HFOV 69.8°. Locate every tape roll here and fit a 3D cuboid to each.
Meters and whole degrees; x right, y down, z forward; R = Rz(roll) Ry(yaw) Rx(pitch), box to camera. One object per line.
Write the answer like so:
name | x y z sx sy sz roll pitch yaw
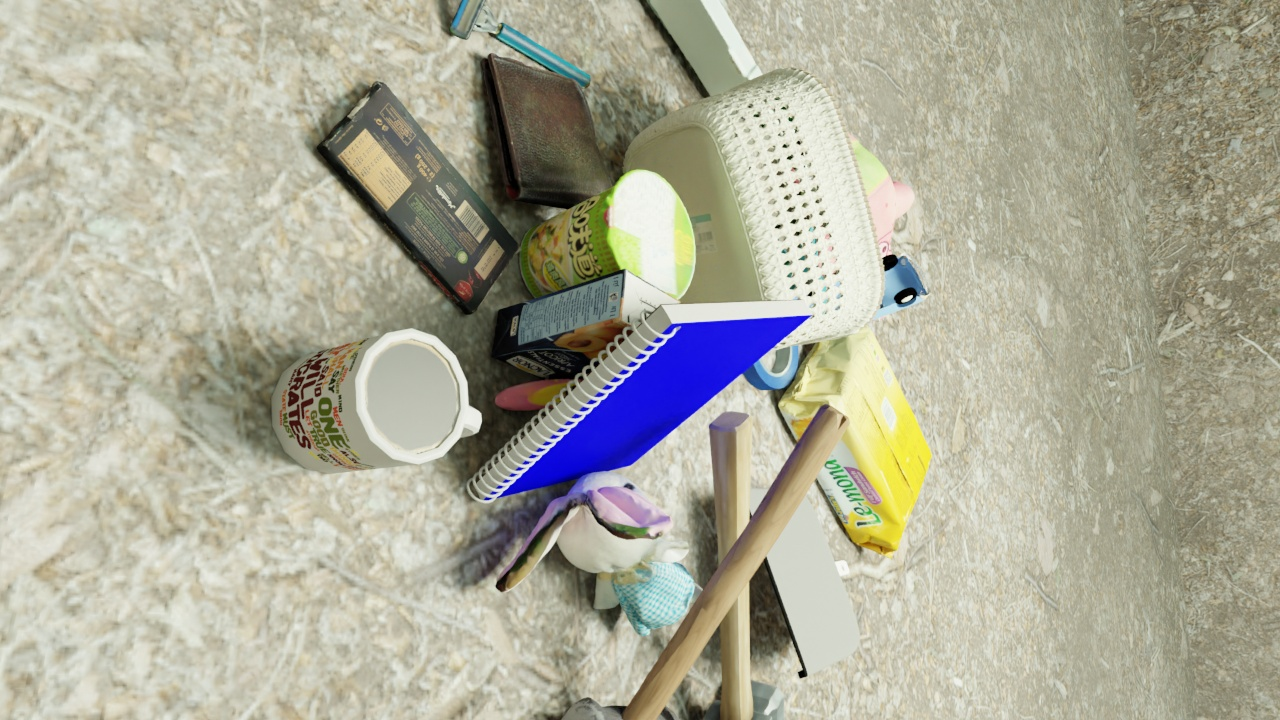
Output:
tape roll | 0.130 -0.015 0.935 0.091 0.016 0.092 37 56 -39

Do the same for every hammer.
hammer | 0.051 0.173 0.648 0.098 0.052 0.328 24 101 -45
hammer | 0.074 0.196 0.726 0.117 0.051 0.323 -33 125 -56

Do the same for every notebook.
notebook | -0.001 0.028 0.634 0.171 0.210 0.022 -6 60 -50

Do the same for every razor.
razor | -0.090 -0.249 0.725 0.143 0.022 0.042 15 107 -52

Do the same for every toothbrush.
toothbrush | -0.040 0.022 0.678 0.135 0.016 0.021 -5 100 -11

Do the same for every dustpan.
dustpan | 0.165 0.205 0.884 0.257 0.033 0.163 13 55 -58

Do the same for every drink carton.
drink carton | -0.041 -0.022 0.648 0.064 0.130 0.040 27 60 -43

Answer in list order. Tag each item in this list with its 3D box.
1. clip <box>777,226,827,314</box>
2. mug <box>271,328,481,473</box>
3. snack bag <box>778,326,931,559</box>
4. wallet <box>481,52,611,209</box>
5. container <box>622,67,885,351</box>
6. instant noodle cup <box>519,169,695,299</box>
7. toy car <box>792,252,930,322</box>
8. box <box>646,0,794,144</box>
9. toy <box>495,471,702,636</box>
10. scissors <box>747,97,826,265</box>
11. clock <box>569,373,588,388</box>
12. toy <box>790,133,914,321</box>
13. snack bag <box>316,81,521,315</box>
clip | 0.173 -0.097 0.929 0.028 0.113 0.126 18 70 -46
mug | -0.147 0.029 0.543 0.105 0.090 0.073 22 66 -45
snack bag | 0.248 0.081 1.015 0.247 0.068 0.159 58 44 -24
wallet | -0.074 -0.174 0.717 0.099 0.031 0.120 0 73 -49
container | 0.093 -0.117 0.795 0.142 0.185 0.246 -21 96 -40
instant noodle cup | -0.029 -0.081 0.691 0.098 0.108 0.098 14 71 -47
toy car | 0.230 -0.066 0.977 0.055 0.153 0.056 91 -22 -67
box | 0.079 -0.306 0.898 0.197 0.075 0.125 50 29 -33
toy | -0.008 0.136 0.690 0.205 0.131 0.105 45 29 -50
scissors | 0.139 -0.150 0.872 0.015 0.205 0.201 -20 68 -22
clock | -0.004 0.004 0.746 0.129 0.052 0.090 16 70 -46
toy | 0.243 -0.146 1.040 0.191 0.097 0.237 -41 121 -31
snack bag | -0.147 -0.109 0.629 0.155 0.018 0.074 51 47 -29
